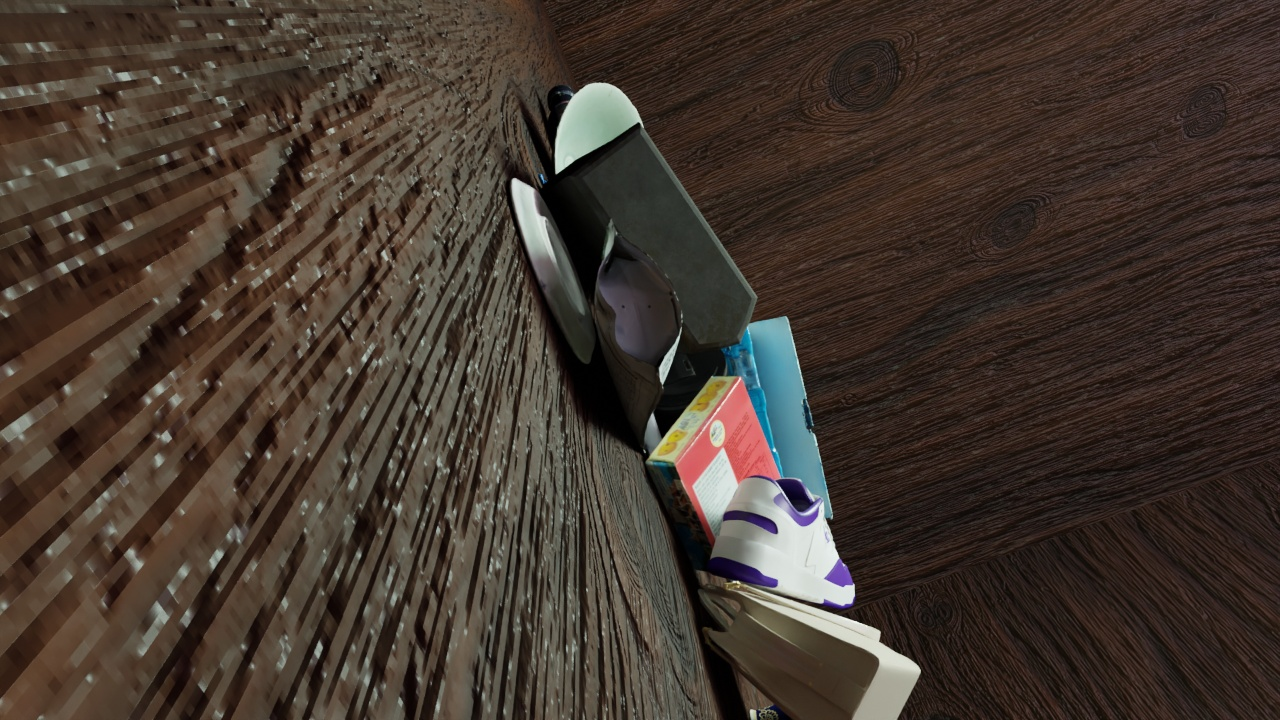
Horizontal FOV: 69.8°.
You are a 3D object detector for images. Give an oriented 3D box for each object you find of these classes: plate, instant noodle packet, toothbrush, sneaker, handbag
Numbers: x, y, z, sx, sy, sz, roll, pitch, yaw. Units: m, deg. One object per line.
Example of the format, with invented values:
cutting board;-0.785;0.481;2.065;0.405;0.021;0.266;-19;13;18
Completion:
plate;-0.066;-0.072;0.730;0.157;0.014;0.157;-19;89;-85
instant noodle packet;-0.007;-0.009;0.769;0.269;0.057;0.146;100;-26;-76
toothbrush;-0.007;0.026;0.933;0.018;0.019;0.187;74;-4;-70
sneaker;0.151;0.178;0.917;0.244;0.092;0.111;32;68;-52
handbag;0.133;0.255;0.830;0.198;0.101;0.194;26;-5;33
handbag;-0.001;-0.104;0.848;0.197;0.102;0.200;54;-17;-16

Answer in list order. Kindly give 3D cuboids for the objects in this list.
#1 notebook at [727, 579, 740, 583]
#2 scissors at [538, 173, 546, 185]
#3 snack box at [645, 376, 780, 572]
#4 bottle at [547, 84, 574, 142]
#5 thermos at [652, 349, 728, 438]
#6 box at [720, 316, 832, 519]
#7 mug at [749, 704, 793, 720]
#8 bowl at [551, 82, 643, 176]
notebook;0.098;0.209;1.351;0.178;0.013;0.245;57;13;-73
scissors;-0.083;-0.155;0.935;0.130;0.022;0.070;54;16;-59
snack box;0.078;0.113;0.922;0.142;0.040;0.145;-48;125;-40
bottle;-0.095;-0.313;1.229;0.056;0.056;0.160;63;7;-47
thermos;0.064;0.081;1.050;0.105;0.106;0.219;-106;177;-50
box;0.154;0.073;1.059;0.092;0.085;0.243;-160;-123;-87
mug;0.162;0.368;0.886;0.112;0.089;0.085;54;15;-71
bowl;-0.067;-0.232;1.071;0.173;0.068;0.174;-17;112;-50
